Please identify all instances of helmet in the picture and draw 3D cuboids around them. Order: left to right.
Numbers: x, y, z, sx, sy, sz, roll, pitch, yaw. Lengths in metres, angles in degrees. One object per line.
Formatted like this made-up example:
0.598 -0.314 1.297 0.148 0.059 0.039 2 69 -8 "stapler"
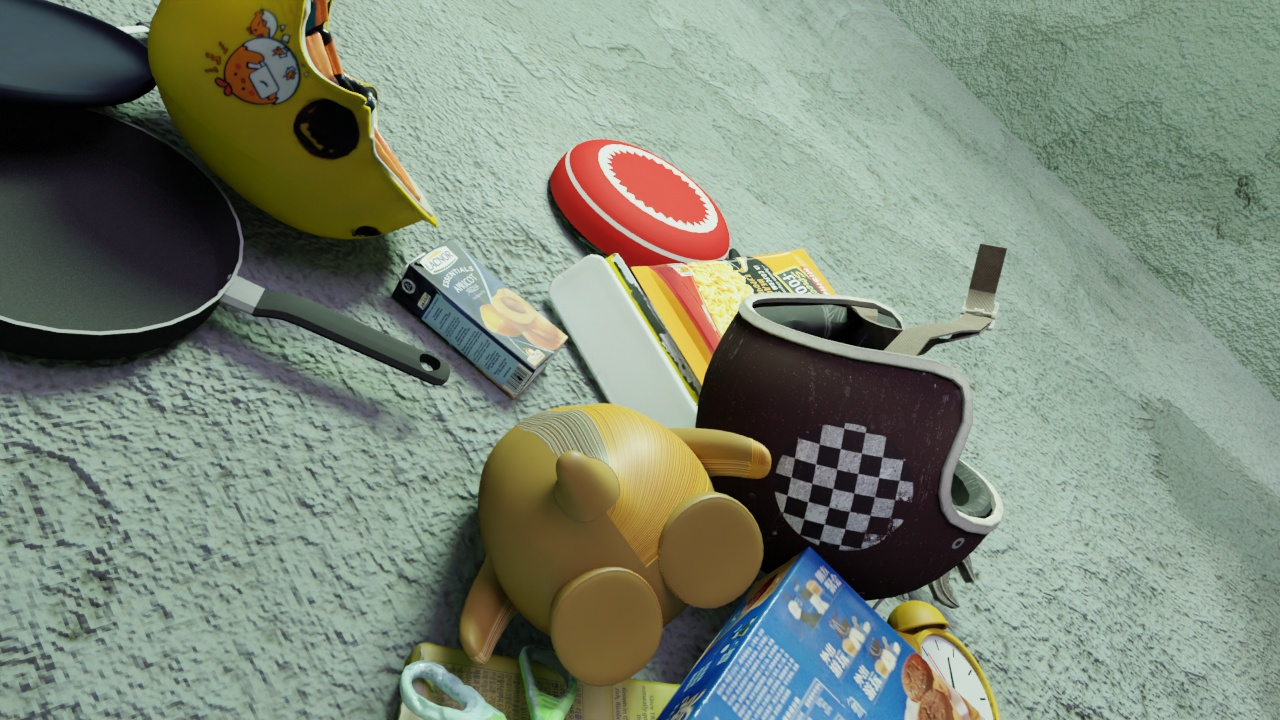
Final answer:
-0.261 -0.181 0.671 0.209 0.139 0.240 -127 -165 -67 "helmet"
0.159 0.043 0.675 0.234 0.254 0.233 9 16 0 "helmet"

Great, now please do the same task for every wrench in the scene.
0.244 0.088 0.833 0.069 0.010 0.273 -13 82 -42 "wrench"

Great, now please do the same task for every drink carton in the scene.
-0.128 -0.036 0.735 0.130 0.040 0.064 40 35 0 "drink carton"

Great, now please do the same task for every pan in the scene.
-0.416 -0.244 0.692 0.199 0.021 0.355 26 27 6 "pan"
-0.295 -0.052 0.596 0.355 0.044 0.203 26 38 -19 "pan"
0.067 -0.127 0.999 0.356 0.067 0.208 27 33 -14 "pan"

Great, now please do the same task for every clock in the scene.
0.229 0.257 0.723 0.113 0.052 0.152 -21 77 -53 "clock"

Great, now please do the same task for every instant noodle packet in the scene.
0.115 -0.037 0.846 0.220 0.032 0.159 -10 58 -35 "instant noodle packet"

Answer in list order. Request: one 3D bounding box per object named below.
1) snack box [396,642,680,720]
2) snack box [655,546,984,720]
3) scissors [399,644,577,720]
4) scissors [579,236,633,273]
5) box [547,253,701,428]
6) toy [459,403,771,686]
-0.054 0.232 0.512 0.180 0.045 0.121 19 43 -23 "snack box"
0.093 0.232 0.526 0.155 0.069 0.202 44 43 6 "snack box"
-0.045 0.187 0.452 0.170 0.028 0.138 27 15 34 "scissors"
-0.009 -0.078 0.918 0.135 0.015 0.135 29 35 -7 "scissors"
0.003 0.003 0.811 0.209 0.079 0.080 59 9 21 "box"
-0.033 0.099 0.573 0.198 0.203 0.162 -33 108 -14 "toy"
